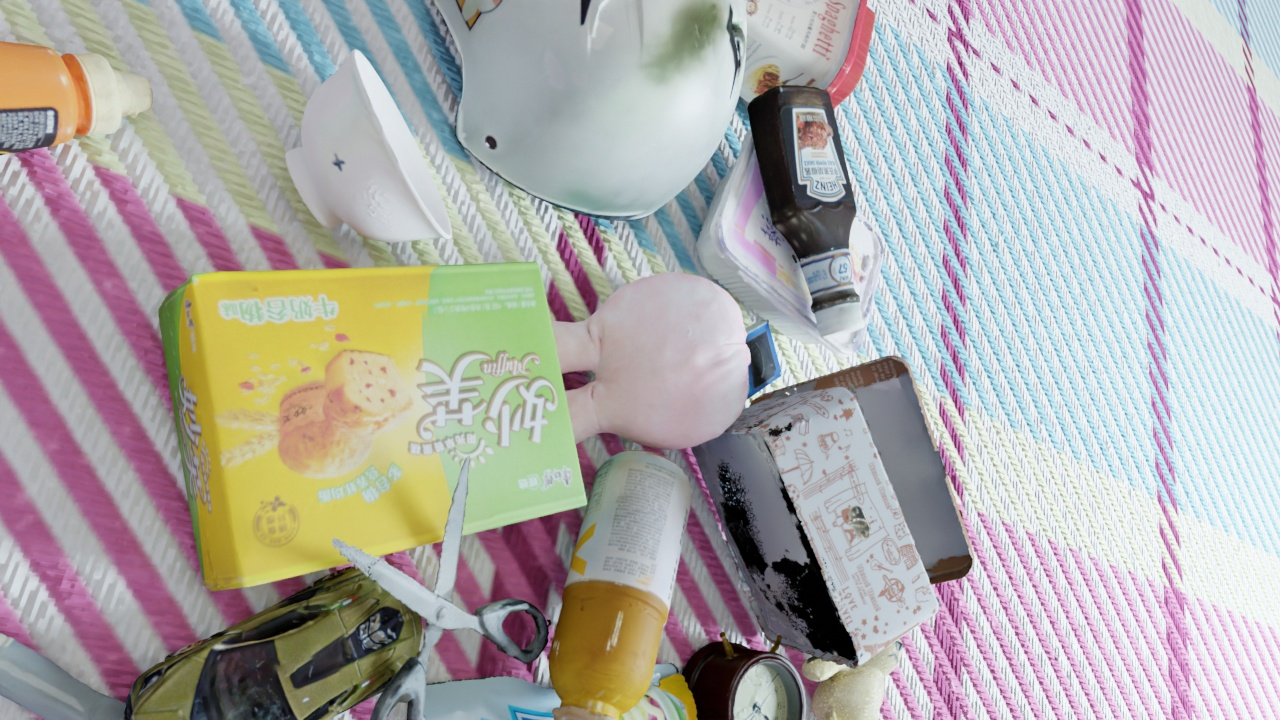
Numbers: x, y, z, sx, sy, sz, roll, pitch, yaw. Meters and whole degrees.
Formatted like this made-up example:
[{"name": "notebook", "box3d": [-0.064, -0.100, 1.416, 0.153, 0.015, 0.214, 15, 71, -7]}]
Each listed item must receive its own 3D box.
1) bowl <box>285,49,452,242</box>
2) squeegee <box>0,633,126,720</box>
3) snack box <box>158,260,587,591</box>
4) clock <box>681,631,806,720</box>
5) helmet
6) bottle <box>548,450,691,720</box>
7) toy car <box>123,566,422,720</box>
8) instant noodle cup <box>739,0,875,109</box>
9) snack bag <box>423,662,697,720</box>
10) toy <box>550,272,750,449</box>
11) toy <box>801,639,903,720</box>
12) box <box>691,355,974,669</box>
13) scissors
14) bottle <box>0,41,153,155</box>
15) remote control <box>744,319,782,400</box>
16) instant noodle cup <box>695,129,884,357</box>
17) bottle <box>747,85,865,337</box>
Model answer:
[{"name": "bowl", "box3d": [-0.166, -0.113, 0.539, 0.065, 0.118, 0.118, -25, 95, 0]}, {"name": "squeegee", "box3d": [-0.291, 0.126, 0.406, 0.246, 0.039, 0.245, 49, 35, -25]}, {"name": "snack box", "box3d": [-0.144, 0.029, 0.523, 0.209, 0.070, 0.157, -7, 82, -38]}, {"name": "clock", "box3d": [0.071, 0.253, 0.639, 0.082, 0.055, 0.121, 14, 71, -35]}, {"name": "helmet", "box3d": [-0.015, -0.244, 0.640, 0.229, 0.157, 0.273, 9, 72, -36]}, {"name": "bottle", "box3d": [-0.015, 0.149, 0.577, 0.068, 0.068, 0.189, 35, 50, -26]}, {"name": "toy car", "box3d": [-0.178, 0.159, 0.468, 0.157, 0.042, 0.070, -23, 92, -52]}, {"name": "instant noodle cup", "box3d": [0.118, -0.275, 0.789, 0.124, 0.117, 0.116, 26, 63, -16]}, {"name": "snack bag", "box3d": [-0.047, 0.248, 0.563, 0.190, 0.039, 0.110, 7, 77, -34]}, {"name": "toy", "box3d": [-0.004, 0.004, 0.625, 0.159, 0.054, 0.121, -8, 86, -6]}, {"name": "toy", "box3d": [0.163, 0.266, 0.699, 0.105, 0.066, 0.156, 42, 50, -28]}, {"name": "box", "box3d": [0.156, 0.102, 0.685, 0.174, 0.152, 0.182, -23, 93, -21]}, {"name": "scissors", "box3d": [-0.103, 0.136, 0.496, 0.159, 0.014, 0.179, 7, 100, -50]}, {"name": "bottle", "box3d": [-0.314, -0.127, 0.443, 0.149, 0.067, 0.067, -20, 90, -47]}, {"name": "remote control", "box3d": [0.072, 0.007, 0.712, 0.124, 0.024, 0.049, -27, 106, -50]}, {"name": "instant noodle cup", "box3d": [0.120, -0.091, 0.767, 0.173, 0.060, 0.137, 35, 59, -24]}, {"name": "bottle", "box3d": [0.137, -0.116, 0.720, 0.079, 0.044, 0.195, -9, 84, -38]}]
